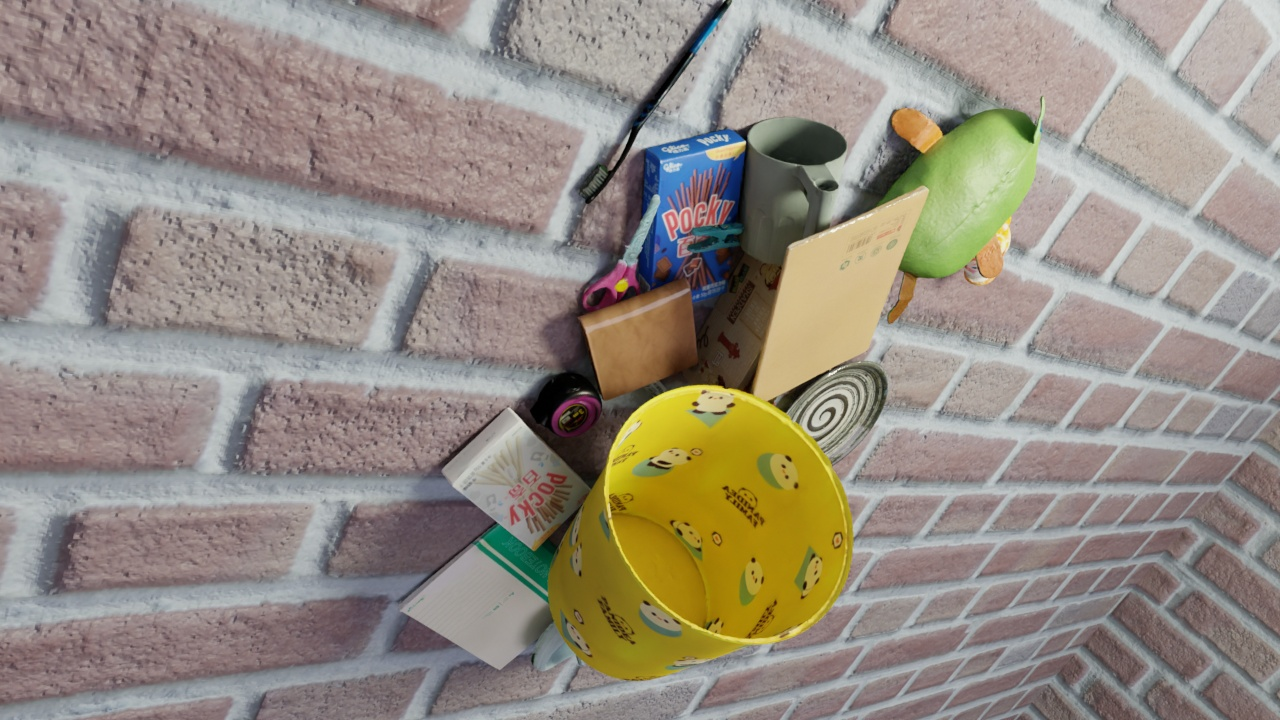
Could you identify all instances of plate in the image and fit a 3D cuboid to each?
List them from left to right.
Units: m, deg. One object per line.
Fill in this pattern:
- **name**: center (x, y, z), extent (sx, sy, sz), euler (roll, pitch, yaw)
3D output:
- **plate**: center (0.224, 0.069, 1.109), extent (0.179, 0.024, 0.180), euler (-20, 135, -21)

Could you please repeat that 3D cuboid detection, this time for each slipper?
- **slipper**: center (-0.011, 0.306, 1.070), extent (0.245, 0.074, 0.104), euler (-21, 156, -17)

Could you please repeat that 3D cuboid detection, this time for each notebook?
- **notebook**: center (-0.145, 0.252, 0.987), extent (0.150, 0.012, 0.209), euler (-40, 140, -5)
- **notebook**: center (0.167, -0.049, 0.801), extent (0.147, 0.008, 0.208), euler (-25, 147, -21)

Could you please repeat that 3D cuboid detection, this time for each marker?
- **marker**: center (-0.005, 0.005, 0.875), extent (0.017, 0.017, 0.146), euler (-42, 140, 0)

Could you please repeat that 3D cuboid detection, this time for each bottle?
- **bottle**: center (0.377, -0.132, 1.020), extent (0.063, 0.063, 0.108), euler (-35, 139, -8)

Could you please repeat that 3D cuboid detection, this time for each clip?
- **clip**: center (0.065, -0.107, 0.790), extent (0.056, 0.014, 0.043), euler (-14, 133, -30)

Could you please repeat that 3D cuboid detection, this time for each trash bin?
- **trash bin**: center (0.034, 0.182, 0.867), extent (0.229, 0.229, 0.256), euler (-13, 157, -30)

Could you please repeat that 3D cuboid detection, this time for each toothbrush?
- **toothbrush**: center (0.010, -0.200, 0.709), extent (0.016, 0.014, 0.190), euler (32, 103, -24)

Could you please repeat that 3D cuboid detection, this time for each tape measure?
- **tape measure**: center (-0.066, 0.040, 0.840), extent (0.057, 0.039, 0.057), euler (27, 106, -43)

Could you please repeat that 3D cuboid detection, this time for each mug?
- **mug**: center (0.132, -0.133, 0.783), extent (0.083, 0.123, 0.104), euler (-5, 133, -9)

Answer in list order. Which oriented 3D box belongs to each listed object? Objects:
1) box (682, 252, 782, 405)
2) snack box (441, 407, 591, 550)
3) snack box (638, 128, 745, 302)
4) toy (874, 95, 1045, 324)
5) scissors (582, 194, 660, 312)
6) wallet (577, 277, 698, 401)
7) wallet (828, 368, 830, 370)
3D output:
- **box**: center (0.122, -0.029, 0.886), extent (0.076, 0.091, 0.169), euler (11, 118, -37)
- **snack box**: center (-0.113, 0.116, 0.874), extent (0.084, 0.027, 0.157), euler (-44, 139, -7)
- **snack box**: center (0.042, -0.117, 0.797), extent (0.084, 0.026, 0.157), euler (-19, 135, -24)
- **toy**: center (0.306, -0.156, 0.917), extent (0.247, 0.090, 0.227), euler (-44, 123, 0)
- **scissors**: center (-0.010, -0.087, 0.776), extent (0.057, 0.017, 0.134), euler (1, 137, -26)
- **wallet**: center (0.001, -0.016, 0.827), extent (0.101, 0.020, 0.115), euler (-20, 142, -8)
- **wallet**: center (0.197, -0.055, 0.923), extent (0.024, 0.114, 0.087), euler (7, 139, 10)
